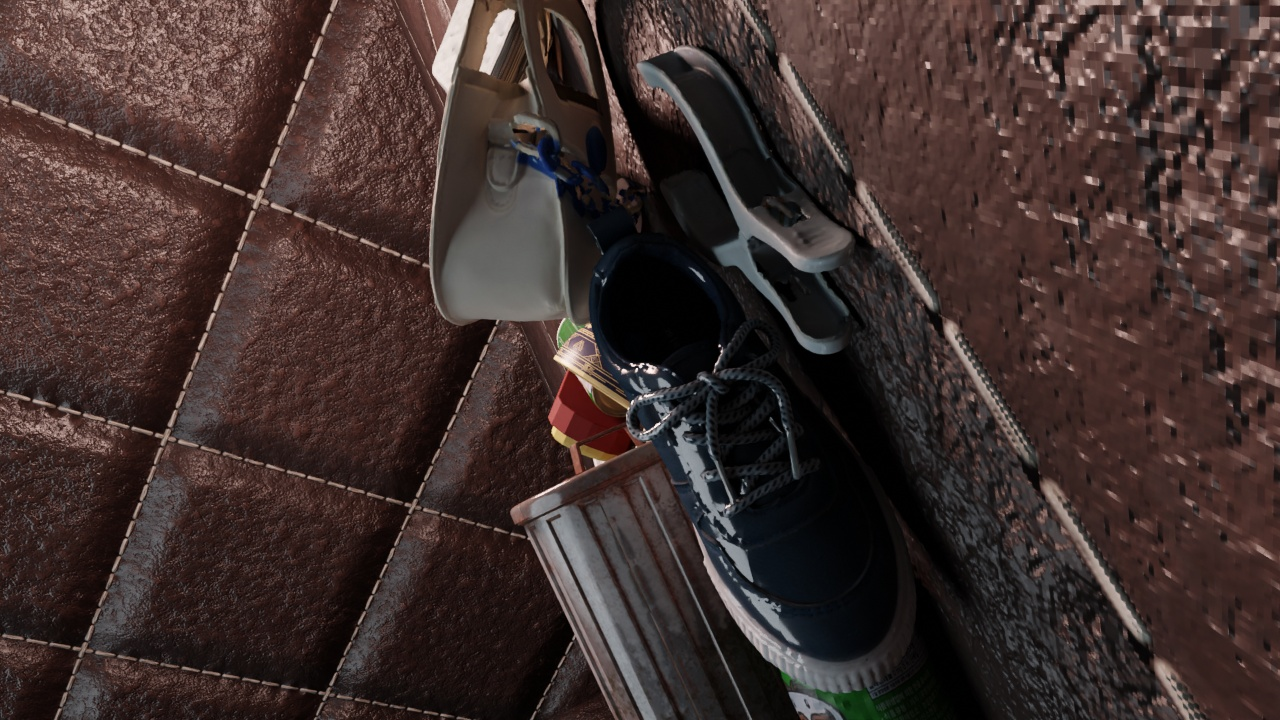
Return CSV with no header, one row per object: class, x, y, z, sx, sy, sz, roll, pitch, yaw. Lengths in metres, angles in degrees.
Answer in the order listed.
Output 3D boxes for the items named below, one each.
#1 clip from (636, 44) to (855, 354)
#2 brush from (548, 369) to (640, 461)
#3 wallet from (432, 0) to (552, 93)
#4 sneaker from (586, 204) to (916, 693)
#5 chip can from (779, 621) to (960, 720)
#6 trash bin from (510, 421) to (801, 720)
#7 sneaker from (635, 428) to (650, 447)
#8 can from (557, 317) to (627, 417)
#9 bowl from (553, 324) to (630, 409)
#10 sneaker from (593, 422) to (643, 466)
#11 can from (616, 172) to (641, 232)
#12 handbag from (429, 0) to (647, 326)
clip,0.038,-0.092,0.387,0.171,0.029,0.141,54,166,51
brush,-0.044,0.050,0.906,0.173,0.082,0.042,-81,16,-73
wallet,-0.117,-0.245,0.726,0.100,0.054,0.131,-63,32,21
sneaker,0.042,0.030,0.409,0.235,0.089,0.087,57,177,28
chip can,0.133,0.211,0.435,0.075,0.075,0.223,134,112,-80
trash bin,0.021,0.137,0.520,0.131,0.130,0.211,121,124,-79
sneaker,0.026,0.101,0.797,0.079,0.087,0.235,23,178,3
can,-0.033,-0.002,0.883,0.121,0.067,0.067,-128,18,-56
bowl,-0.004,0.004,0.718,0.112,0.061,0.112,33,176,2
sneaker,0.015,0.188,0.976,0.129,0.096,0.263,146,108,-86
can,-0.052,-0.107,0.697,0.142,0.079,0.079,-145,33,-73
handbag,-0.047,-0.120,0.521,0.200,0.093,0.200,-60,-27,-76
